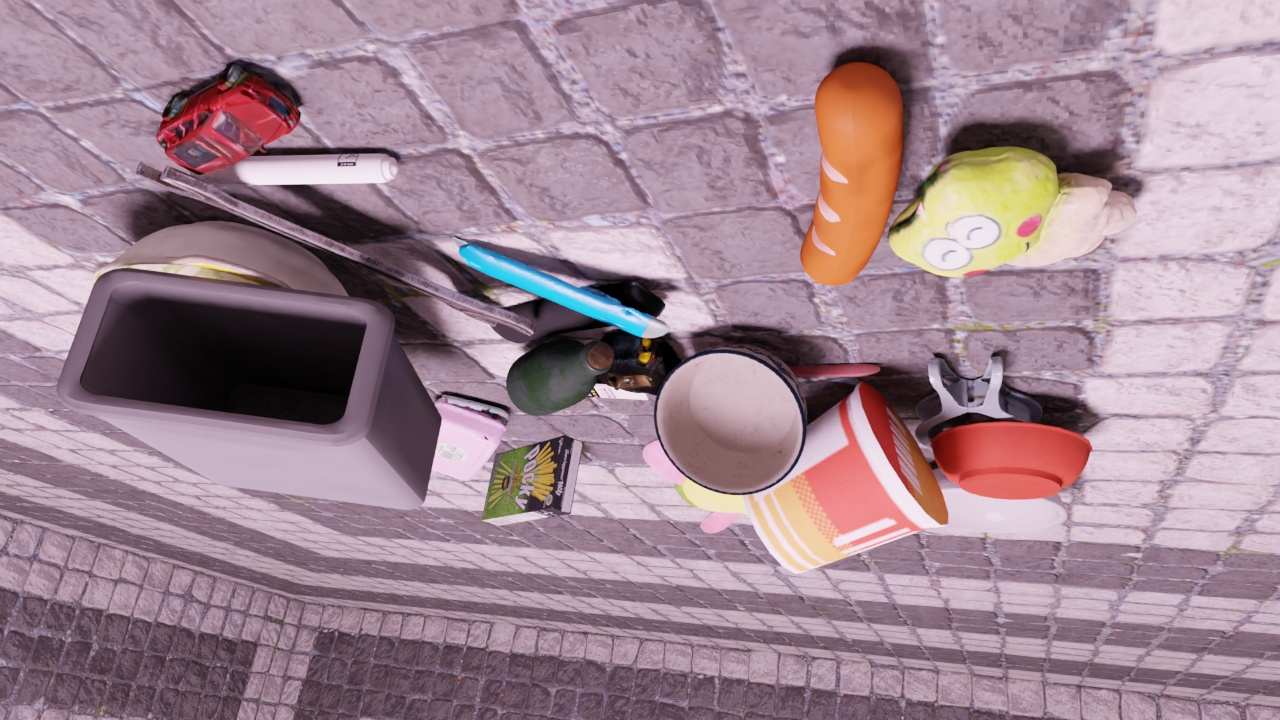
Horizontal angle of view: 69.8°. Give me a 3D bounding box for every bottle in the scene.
[{"bbox_3d":[-0.056,0.008,0.695,0.055,0.055,0.174,17,167,-18],"label":"bottle"}]

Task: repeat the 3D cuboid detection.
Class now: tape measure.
[{"bbox_3d":[-0.004,0.004,0.726,0.063,0.038,0.067,2,157,18],"label":"tape measure"}]

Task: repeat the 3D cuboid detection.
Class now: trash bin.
[{"bbox_3d":[-0.257,0.033,0.661,0.192,0.097,0.220,8,159,1],"label":"trash bin"}]

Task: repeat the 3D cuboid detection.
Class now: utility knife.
[{"bbox_3d":[-0.055,-0.048,0.623,0.158,0.015,0.031,22,149,-4],"label":"utility knife"}]

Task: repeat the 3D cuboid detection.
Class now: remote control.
[{"bbox_3d":[-0.051,-0.032,0.681,0.152,0.020,0.041,-9,150,39],"label":"remote control"},{"bbox_3d":[-0.055,0.023,0.823,0.124,0.011,0.028,2,156,16],"label":"remote control"}]

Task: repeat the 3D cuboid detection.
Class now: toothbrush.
[{"bbox_3d":[0.098,0.010,0.735,0.185,0.015,0.016,-3,151,24],"label":"toothbrush"}]

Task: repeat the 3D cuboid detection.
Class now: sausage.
[{"bbox_3d":[0.107,-0.087,0.468,0.044,0.039,0.164,11,158,11],"label":"sausage"}]

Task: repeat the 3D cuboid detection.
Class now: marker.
[{"bbox_3d":[-0.206,-0.115,0.547,0.134,0.020,0.017,2,142,13],"label":"marker"}]

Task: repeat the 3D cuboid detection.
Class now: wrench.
[{"bbox_3d":[-0.185,-0.067,0.604,0.273,0.010,0.070,24,172,-38],"label":"wrench"}]

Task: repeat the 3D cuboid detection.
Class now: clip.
[{"bbox_3d":[0.289,0.038,0.713,0.143,0.029,0.172,1,158,15],"label":"clip"}]

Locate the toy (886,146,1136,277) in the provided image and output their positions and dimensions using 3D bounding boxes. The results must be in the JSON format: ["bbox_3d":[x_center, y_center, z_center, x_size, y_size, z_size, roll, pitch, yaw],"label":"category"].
[{"bbox_3d":[0.190,-0.073,0.466,0.115,0.046,0.092,4,155,-8],"label":"toy"}]

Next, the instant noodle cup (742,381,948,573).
[{"bbox_3d":[0.157,0.101,0.731,0.121,0.123,0.123,-34,139,23],"label":"instant noodle cup"}]

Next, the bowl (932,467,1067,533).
[{"bbox_3d":[0.330,0.128,0.887,0.149,0.043,0.150,8,157,3],"label":"bowl"}]

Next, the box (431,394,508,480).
[{"bbox_3d":[-0.199,0.083,0.992,0.086,0.044,0.203,20,156,-12],"label":"box"}]

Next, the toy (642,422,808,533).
[{"bbox_3d":[0.112,0.100,0.848,0.238,0.087,0.191,18,134,-34],"label":"toy"}]

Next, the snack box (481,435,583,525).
[{"bbox_3d":[-0.124,0.138,1.031,0.025,0.080,0.148,24,153,-33],"label":"snack box"}]

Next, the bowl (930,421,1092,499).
[{"bbox_3d":[0.298,0.086,0.741,0.122,0.035,0.122,7,158,3],"label":"bowl"}]

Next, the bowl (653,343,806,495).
[{"bbox_3d":[0.074,0.039,0.705,0.116,0.115,0.059,0,-162,21],"label":"bowl"}]

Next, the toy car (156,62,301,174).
[{"bbox_3d":[-0.227,-0.129,0.501,0.091,0.036,0.042,-13,148,31],"label":"toy car"}]

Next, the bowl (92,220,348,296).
[{"bbox_3d":[-0.292,-0.050,0.679,0.188,0.060,0.220,17,157,-19],"label":"bowl"}]
